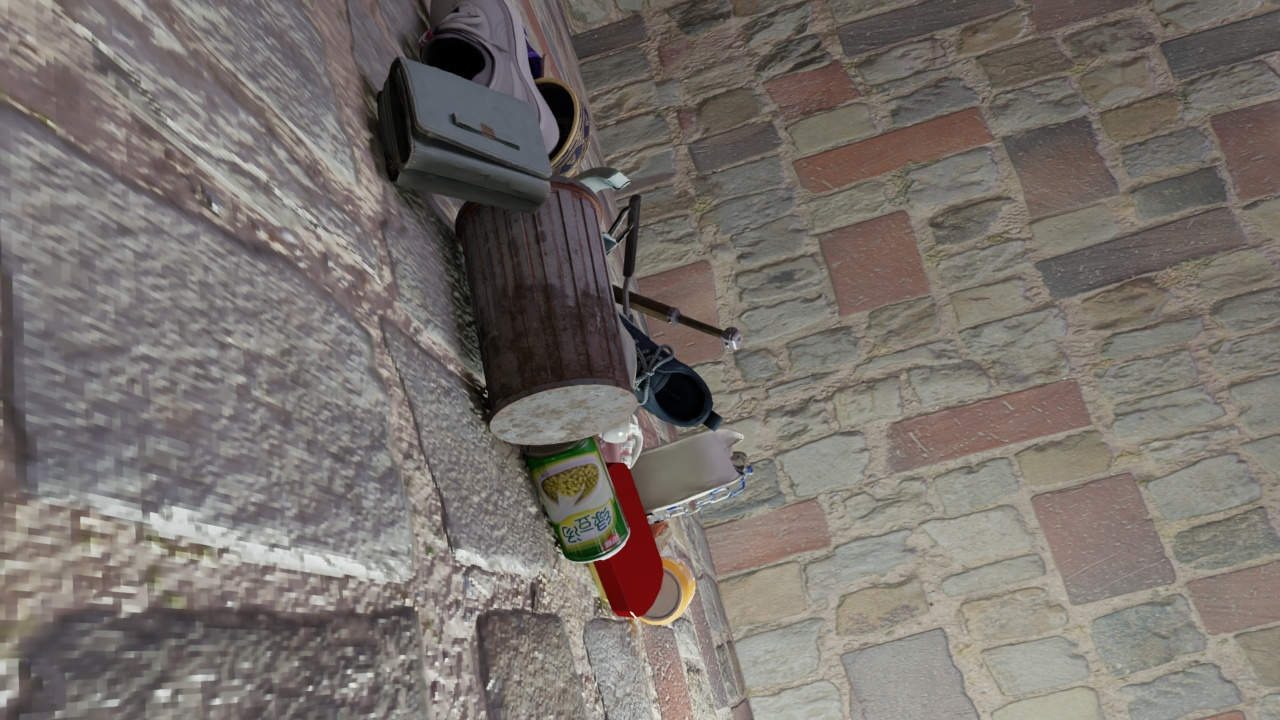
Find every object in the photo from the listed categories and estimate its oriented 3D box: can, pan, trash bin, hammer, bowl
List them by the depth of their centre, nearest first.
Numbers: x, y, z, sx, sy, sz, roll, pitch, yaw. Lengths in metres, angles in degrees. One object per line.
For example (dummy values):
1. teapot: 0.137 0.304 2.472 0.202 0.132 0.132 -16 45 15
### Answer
1. trash bin: -0.082 -0.049 0.783 0.131 0.131 0.211 63 13 -66
2. can: -0.059 0.121 0.847 0.067 0.067 0.121 -94 166 -68
3. bowl: -0.095 -0.221 0.932 0.061 0.113 0.112 31 40 -56
4. pan: -0.017 -0.039 1.167 0.178 0.041 0.358 -65 164 -57
5. can: 0.027 0.293 1.178 0.142 0.079 0.079 50 24 -78
6. hammer: 0.002 -0.078 1.236 0.317 0.028 0.147 23 -27 33

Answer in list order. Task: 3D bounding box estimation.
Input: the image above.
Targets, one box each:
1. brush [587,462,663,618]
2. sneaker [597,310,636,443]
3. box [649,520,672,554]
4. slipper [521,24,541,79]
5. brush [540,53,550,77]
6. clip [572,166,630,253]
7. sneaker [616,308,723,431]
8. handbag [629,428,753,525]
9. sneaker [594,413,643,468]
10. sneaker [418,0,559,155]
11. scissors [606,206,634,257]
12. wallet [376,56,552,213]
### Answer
1. brush: -0.028 0.191 0.977 0.082 0.042 0.173 -48 126 -50
2. sneaker: -0.053 0.002 0.914 0.235 0.079 0.087 -108 -158 -64
3. box: -0.001 0.230 1.127 0.187 0.083 0.043 24 44 -81
4. slipper: -0.142 -0.304 1.042 0.107 0.084 0.266 64 11 -63
5. brush: -0.105 -0.273 1.017 0.050 0.015 0.135 19 75 -78
6. clip: -0.084 -0.112 0.913 0.029 0.172 0.141 32 52 -40
7. sneaker: -0.006 0.006 1.069 0.235 0.089 0.087 35 -1 -14
8. handbag: 0.051 0.153 1.186 0.199 0.201 0.093 -2 71 -62
9. sneaker: -0.039 0.093 1.041 0.118 0.088 0.241 -75 147 -80
10. sneaker: -0.172 -0.301 0.887 0.128 0.097 0.262 31 32 -56
11. scissors: -0.073 -0.066 0.928 0.180 0.015 0.193 -14 -131 62
12. wallet: -0.132 -0.171 0.705 0.131 0.054 0.100 8 60 -44
